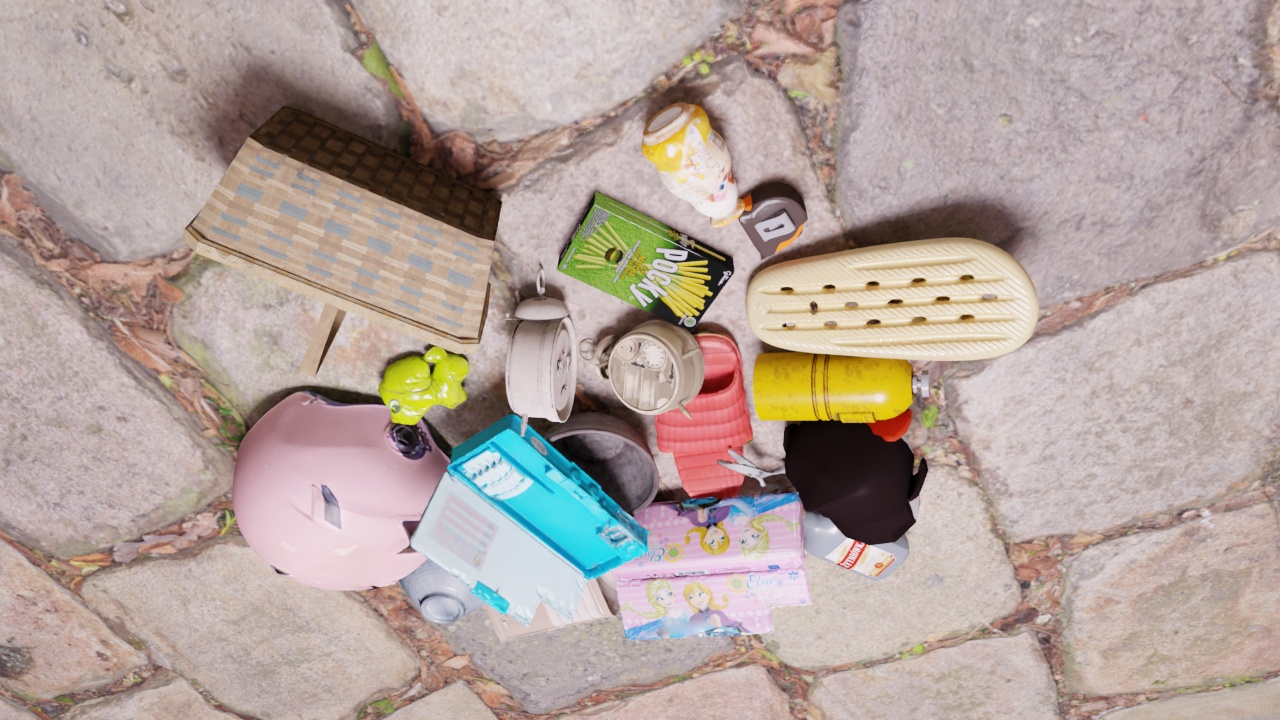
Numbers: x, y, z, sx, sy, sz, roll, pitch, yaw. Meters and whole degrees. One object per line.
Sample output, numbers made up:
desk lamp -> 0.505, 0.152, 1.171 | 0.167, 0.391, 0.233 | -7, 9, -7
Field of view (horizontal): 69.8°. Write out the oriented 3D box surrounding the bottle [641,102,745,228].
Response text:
bottle -> 0.049, -0.165, 0.787 | 0.063, 0.063, 0.109 | -26, 122, 21

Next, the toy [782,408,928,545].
toy -> 0.233, 0.140, 0.980 | 0.159, 0.140, 0.184 | 14, 152, 39

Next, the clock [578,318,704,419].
clock -> -0.005, 0.005, 0.914 | 0.141, 0.054, 0.093 | 15, 111, 26

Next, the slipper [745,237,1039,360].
slipper -> 0.230, -0.061, 0.860 | 0.262, 0.079, 0.111 | -1, 109, 22

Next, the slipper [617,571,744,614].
slipper -> 0.032, 0.267, 1.138 | 0.264, 0.062, 0.111 | -9, 125, 24

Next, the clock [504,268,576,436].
clock -> -0.101, -0.012, 0.903 | 0.061, 0.103, 0.157 | 2, 104, 8

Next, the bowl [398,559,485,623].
bowl -> -0.248, 0.297, 1.169 | 0.137, 0.057, 0.137 | 1, 128, 1

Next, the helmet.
helmet -> -0.321, 0.162, 1.014 | 0.255, 0.152, 0.231 | 29, 121, -27

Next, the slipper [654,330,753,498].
slipper -> 0.068, 0.077, 0.984 | 0.103, 0.059, 0.249 | -5, 130, 5

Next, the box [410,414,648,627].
box -> -0.116, 0.177, 0.968 | 0.170, 0.085, 0.227 | -48, 119, -6

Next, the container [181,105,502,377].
container -> -0.254, -0.084, 0.808 | 0.250, 0.157, 0.187 | 22, 115, -15

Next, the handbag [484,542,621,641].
handbag -> -0.139, 0.233, 1.102 | 0.176, 0.062, 0.198 | -21, 109, 29

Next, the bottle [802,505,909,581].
bottle -> 0.235, 0.208, 1.091 | 0.161, 0.046, 0.072 | 25, 125, -17

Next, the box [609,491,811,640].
box -> 0.072, 0.233, 1.030 | 0.231, 0.160, 0.062 | -9, 168, 19

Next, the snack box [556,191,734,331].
snack box -> 0.005, -0.091, 0.871 | 0.147, 0.025, 0.080 | 23, 126, -16

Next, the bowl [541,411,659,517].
bowl -> -0.052, 0.107, 1.005 | 0.145, 0.067, 0.145 | 1, 129, 1

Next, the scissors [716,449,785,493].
scissors -> 0.126, 0.133, 1.020 | 0.161, 0.014, 0.118 | -1, 134, -34

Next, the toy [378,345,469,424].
toy -> -0.228, 0.027, 0.963 | 0.093, 0.036, 0.094 | 11, 106, -2

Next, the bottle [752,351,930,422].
bottle -> 0.199, 0.026, 0.906 | 0.164, 0.070, 0.071 | -2, 130, 21

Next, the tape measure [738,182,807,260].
tape measure -> 0.121, -0.127, 0.831 | 0.059, 0.038, 0.058 | -26, 124, 20

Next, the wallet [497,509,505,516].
wallet -> -0.130, 0.213, 1.127 | 0.115, 0.018, 0.092 | 25, 126, -13
